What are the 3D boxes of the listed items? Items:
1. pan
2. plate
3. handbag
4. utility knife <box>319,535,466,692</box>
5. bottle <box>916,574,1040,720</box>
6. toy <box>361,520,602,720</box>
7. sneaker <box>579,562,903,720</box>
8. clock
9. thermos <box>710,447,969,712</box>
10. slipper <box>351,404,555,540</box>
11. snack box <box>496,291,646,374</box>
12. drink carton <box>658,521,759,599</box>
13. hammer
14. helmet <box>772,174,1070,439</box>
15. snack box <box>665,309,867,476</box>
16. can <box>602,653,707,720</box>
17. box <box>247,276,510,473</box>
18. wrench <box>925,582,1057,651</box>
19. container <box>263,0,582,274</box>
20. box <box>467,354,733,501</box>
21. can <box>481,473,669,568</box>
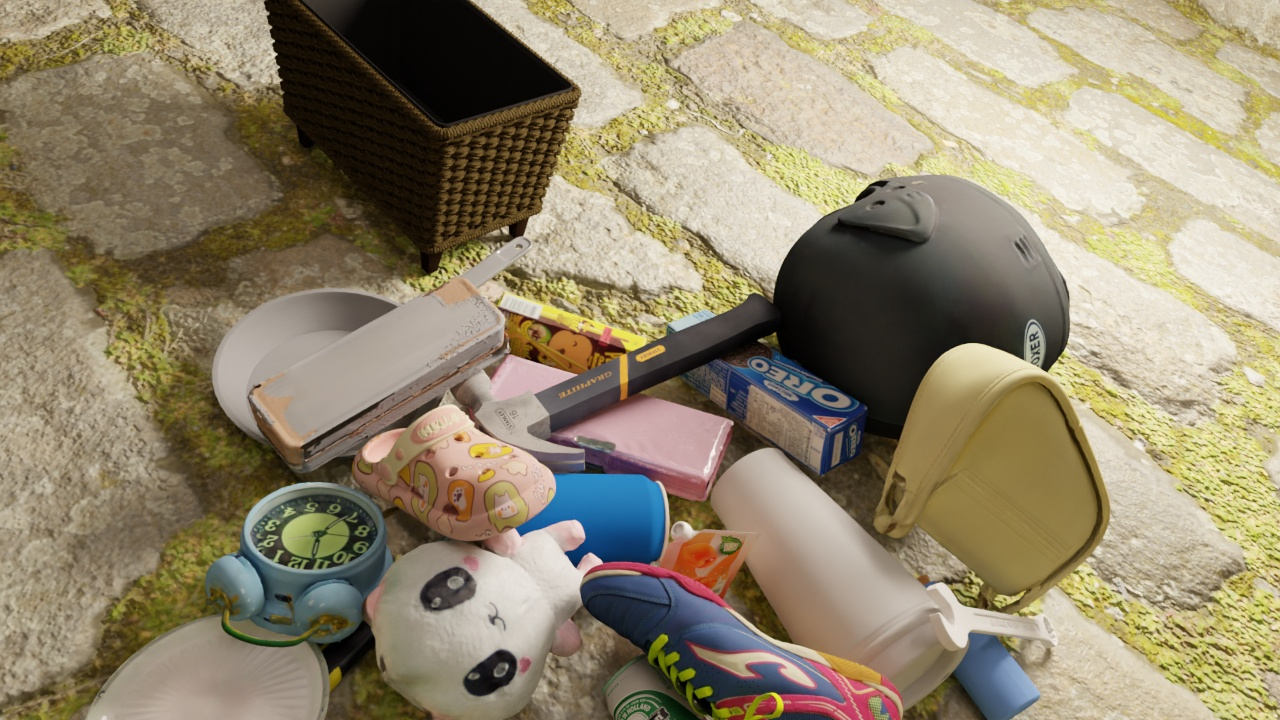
[{"bbox_3d":[-0.230,-0.026,0.879,0.201,0.051,0.355,36,48,17],"label":"pan"},{"bbox_3d":[-0.290,0.238,0.619,0.157,0.014,0.156,1,39,-1],"label":"plate"},{"bbox_3d":[0.302,0.104,0.782,0.233,0.191,0.088,39,6,-29],"label":"handbag"},{"bbox_3d":[-0.202,0.196,0.704,0.029,0.020,0.212,33,46,12],"label":"utility knife"},{"bbox_3d":[0.278,0.241,0.784,0.048,0.048,0.131,-15,54,-28],"label":"bottle"},{"bbox_3d":[-0.107,0.184,0.674,0.179,0.102,0.139,-29,87,-24],"label":"toy"},{"bbox_3d":[0.057,0.218,0.629,0.242,0.116,0.090,22,49,14],"label":"sneaker"},{"bbox_3d":[-0.247,0.155,0.677,0.118,0.060,0.161,11,29,-3],"label":"clock"},{"bbox_3d":[0.151,0.178,0.762,0.131,0.132,0.222,-14,46,-28],"label":"thermos"},{"bbox_3d":[-0.148,0.070,0.699,0.198,0.081,0.093,11,27,41],"label":"slipper"},{"bbox_3d":[-0.073,-0.017,0.911,0.149,0.061,0.025,18,45,0],"label":"snack box"},{"bbox_3d":[0.045,0.167,0.731,0.069,0.122,0.038,6,47,-12],"label":"drink carton"},{"bbox_3d":[-0.005,0.005,0.843,0.311,0.035,0.139,-24,51,-24],"label":"hammer"},{"bbox_3d":[0.251,-0.056,0.928,0.236,0.249,0.316,-20,33,-6],"label":"helmet"},{"bbox_3d":[0.113,0.025,0.887,0.059,0.060,0.226,-20,38,-31],"label":"snack box"},{"bbox_3d":[0.019,0.270,0.676,0.053,0.053,0.101,-26,60,-34],"label":"can"},{"bbox_3d":[-0.215,0.008,0.773,0.215,0.063,0.081,-34,63,-28],"label":"box"},{"bbox_3d":[0.288,0.212,0.735,0.273,0.009,0.047,23,47,-47],"label":"wrench"},{"bbox_3d":[-0.244,-0.265,0.988,0.176,0.205,0.321,-29,62,-36],"label":"container"},{"bbox_3d":[-0.036,0.059,0.846,0.233,0.037,0.097,15,41,11],"label":"box"},{"bbox_3d":[-0.056,0.134,0.762,0.146,0.079,0.078,3,48,-15],"label":"can"}]
